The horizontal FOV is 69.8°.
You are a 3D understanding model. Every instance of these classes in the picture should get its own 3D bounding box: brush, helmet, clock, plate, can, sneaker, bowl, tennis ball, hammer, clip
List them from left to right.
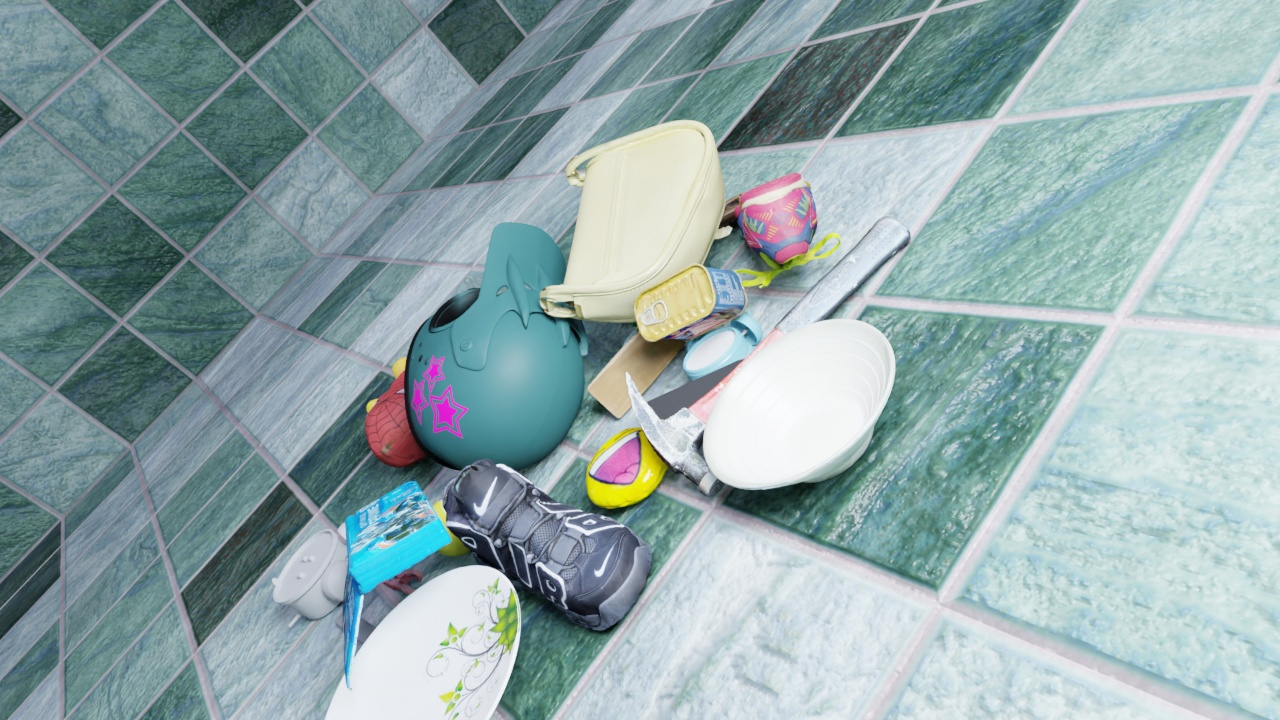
[{"bbox_3d":[-0.389,0.258,1.147,0.159,0.061,0.119,-34,29,18],"label":"clock"},{"bbox_3d":[-0.270,0.248,1.050,0.044,0.023,0.060,-46,29,-16],"label":"clip"},{"bbox_3d":[-0.185,0.285,0.796,0.230,0.030,0.229,-29,32,21],"label":"plate"},{"bbox_3d":[-0.205,0.182,1.009,0.065,0.065,0.065,-31,30,20],"label":"tennis ball"},{"bbox_3d":[-0.156,-0.009,1.055,0.201,0.176,0.274,-29,53,32],"label":"helmet"},{"bbox_3d":[-0.100,0.149,0.830,0.253,0.151,0.097,1,50,52],"label":"sneaker"},{"bbox_3d":[-0.006,0.006,1.018,0.117,0.049,0.039,-49,10,-13],"label":"brush"},{"bbox_3d":[0.050,-0.056,0.914,0.100,0.058,0.054,-26,74,37],"label":"can"},{"bbox_3d":[0.085,-0.011,0.939,0.088,0.042,0.122,-23,29,33],"label":"clock"},{"bbox_3d":[0.140,-0.132,0.966,0.116,0.091,0.241,-21,2,9],"label":"sneaker"},{"bbox_3d":[0.128,-0.027,0.866,0.325,0.036,0.140,-43,60,-11],"label":"hammer"},{"bbox_3d":[0.140,0.049,0.757,0.177,0.058,0.176,-31,30,20],"label":"bowl"}]

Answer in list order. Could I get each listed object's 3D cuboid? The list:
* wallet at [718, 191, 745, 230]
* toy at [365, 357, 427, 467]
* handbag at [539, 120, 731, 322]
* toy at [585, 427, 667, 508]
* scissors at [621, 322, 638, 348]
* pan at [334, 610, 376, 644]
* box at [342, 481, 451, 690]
[{"bbox_3d":[0.097,-0.170,1.101,0.121,0.027,0.098,-25,-3,31],"label":"wallet"},{"bbox_3d":[-0.316,0.061,1.289,0.148,0.098,0.215,-39,25,29],"label":"toy"},{"bbox_3d":[-0.003,-0.146,1.006,0.191,0.088,0.232,0,62,18],"label":"handbag"},{"bbox_3d":[-0.012,0.105,0.895,0.095,0.041,0.094,-40,32,-1],"label":"toy"},{"bbox_3d":[0.008,-0.046,1.056,0.130,0.011,0.125,-55,-11,23],"label":"scissors"},{"bbox_3d":[-0.262,0.299,0.952,0.357,0.051,0.200,4,53,51],"label":"pan"},{"bbox_3d":[-0.270,0.199,0.910,0.170,0.070,0.244,-57,16,-10],"label":"box"}]
